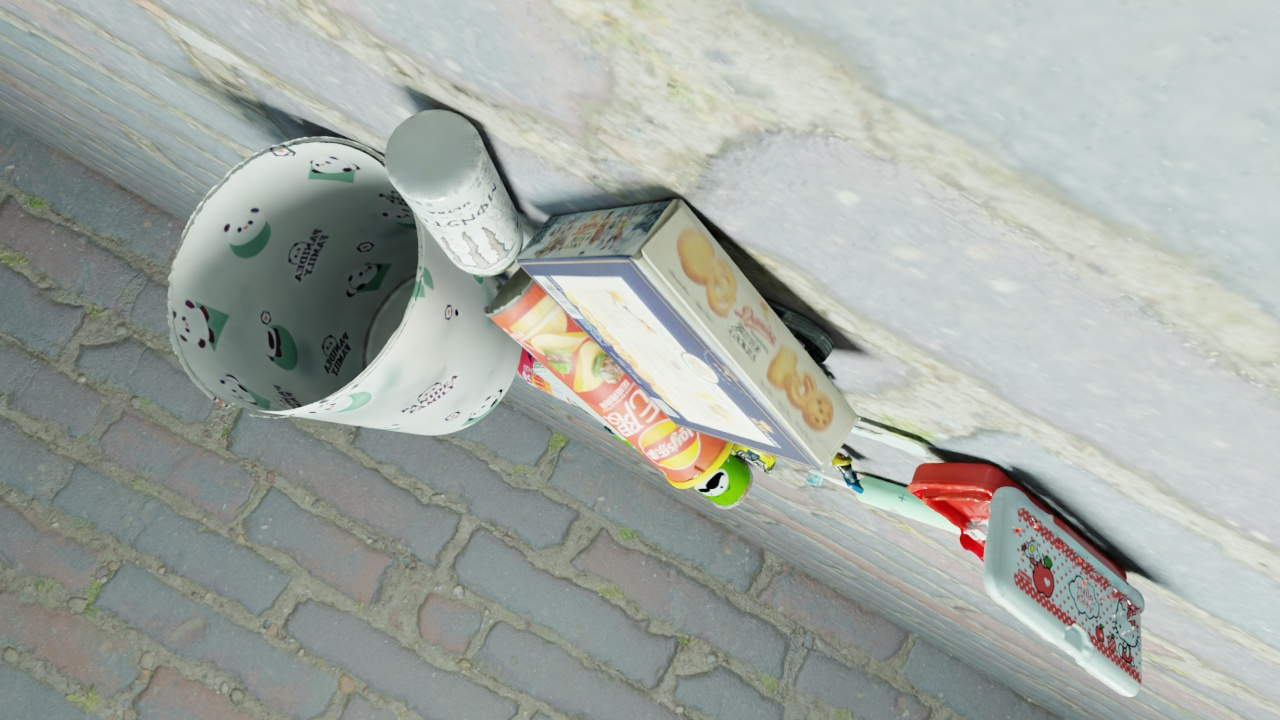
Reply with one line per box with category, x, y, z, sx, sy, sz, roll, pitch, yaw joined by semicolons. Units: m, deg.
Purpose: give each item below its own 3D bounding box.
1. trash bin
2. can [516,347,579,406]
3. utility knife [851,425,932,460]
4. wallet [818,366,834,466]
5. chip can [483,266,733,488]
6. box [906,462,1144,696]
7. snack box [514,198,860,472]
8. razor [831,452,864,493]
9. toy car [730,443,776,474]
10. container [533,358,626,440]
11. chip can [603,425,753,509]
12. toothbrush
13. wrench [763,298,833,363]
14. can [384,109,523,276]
trash bin;-0.238;-0.042;0.825;0.230;0.229;0.252;26;176;19
can;-0.094;0.007;1.066;0.094;0.066;0.066;22;168;35
utility knife;0.129;0.042;0.742;0.235;0.018;0.034;20;153;45
wallet;0.098;0.030;0.686;0.106;0.037;0.130;27;162;26
chip can;-0.019;0.009;0.706;0.216;0.073;0.073;44;165;-24
box;0.282;0.159;0.665;0.201;0.100;0.110;35;157;-28
snack box;0.023;-0.017;0.581;0.178;0.045;0.183;47;164;-24
razor;0.144;0.066;0.822;0.142;0.022;0.042;35;-168;-4
toy car;0.125;0.096;1.000;0.048;0.032;0.105;28;-178;6
container;-0.024;0.005;0.805;0.111;0.090;0.090;35;169;-16
chip can;0.052;0.113;1.181;0.236;0.072;0.072;38;167;-38
toothbrush;0.232;0.128;0.863;0.026;0.027;0.225;28;172;-29
wrench;0.022;-0.040;0.646;0.274;0.016;0.056;17;160;49
can;-0.115;-0.102;0.593;0.058;0.058;0.147;28;170;9
